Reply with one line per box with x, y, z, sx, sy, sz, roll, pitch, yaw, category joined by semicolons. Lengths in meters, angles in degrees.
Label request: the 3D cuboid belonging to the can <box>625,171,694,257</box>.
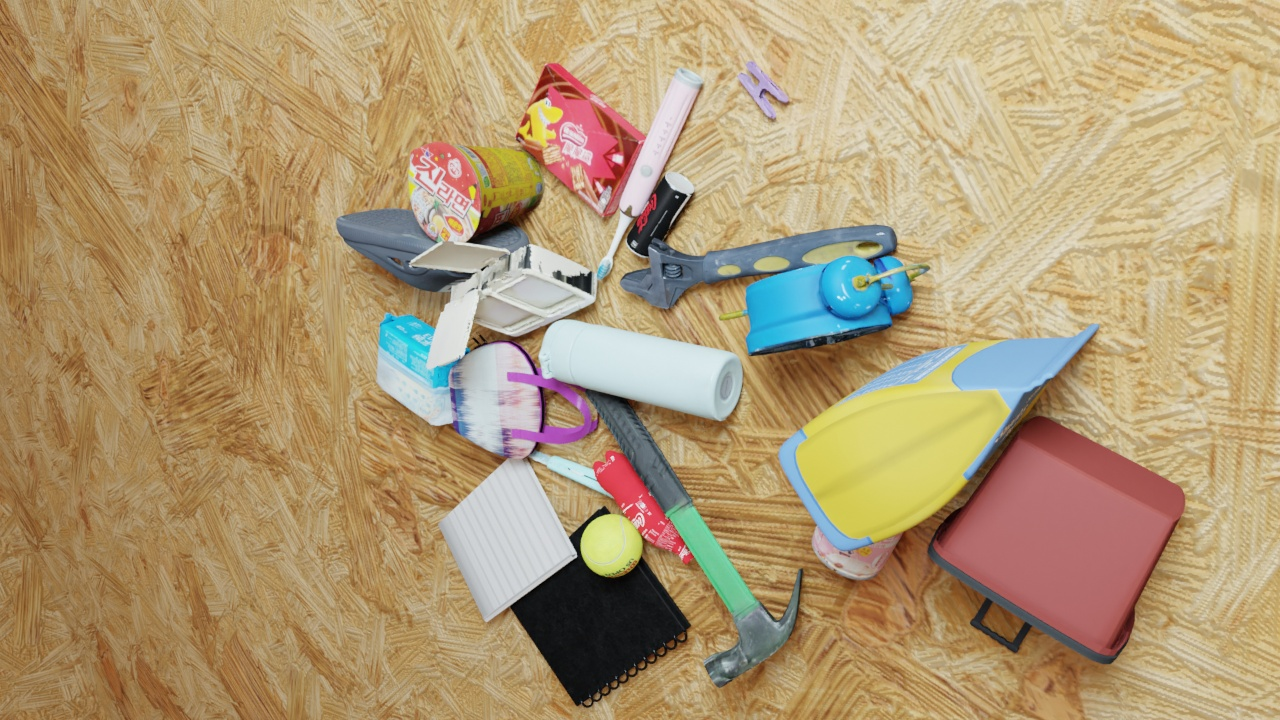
0.017;-0.135;0.857;0.031;0.031;0.081;47;127;16;can

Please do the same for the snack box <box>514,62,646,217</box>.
-0.059;-0.215;0.895;0.133;0.021;0.089;43;127;18;snack box

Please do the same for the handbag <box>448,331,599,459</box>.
-0.123;0.046;1.013;0.170;0.067;0.145;9;111;28;handbag

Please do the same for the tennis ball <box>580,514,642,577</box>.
-0.030;0.195;0.969;0.065;0.065;0.065;13;113;34;tennis ball

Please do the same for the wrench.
0.092;-0.086;0.812;0.274;0.022;0.073;-5;131;35;wrench

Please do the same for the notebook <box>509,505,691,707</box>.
-0.056;0.295;1.068;0.169;0.019;0.232;53;129;12;notebook

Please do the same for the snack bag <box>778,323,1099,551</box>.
0.228;0.041;0.675;0.206;0.158;0.102;-37;80;38;snack bag

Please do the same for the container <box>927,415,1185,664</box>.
0.297;0.159;0.691;0.148;0.126;0.201;31;115;25;container

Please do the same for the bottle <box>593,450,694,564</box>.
0.005;0.154;0.957;0.141;0.041;0.042;48;127;14;bottle

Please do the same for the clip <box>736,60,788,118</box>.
0.102;-0.228;0.774;0.052;0.013;0.036;50;127;16;clip

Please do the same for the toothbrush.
0.002;-0.167;0.862;0.027;0.026;0.223;29;123;4;toothbrush

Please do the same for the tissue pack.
-0.257;0.011;1.097;0.144;0.061;0.093;29;123;30;tissue pack

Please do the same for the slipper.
-0.237;-0.115;1.011;0.268;0.110;0.083;15;117;36;slipper

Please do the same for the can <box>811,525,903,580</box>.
0.192;0.140;0.794;0.067;0.067;0.076;34;124;24;can

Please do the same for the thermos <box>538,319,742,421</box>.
-0.005;0.005;0.896;0.207;0.077;0.065;13;129;31;thermos

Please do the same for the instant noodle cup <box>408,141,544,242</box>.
-0.158;-0.173;0.926;0.100;0.112;0.100;12;112;34;instant noodle cup

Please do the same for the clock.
0.154;-0.045;0.734;0.162;0.116;0.060;-17;82;39;clock

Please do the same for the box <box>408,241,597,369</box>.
-0.147;-0.049;0.910;0.145;0.186;0.101;-22;73;45;box

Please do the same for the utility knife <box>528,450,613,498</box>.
-0.083;0.122;1.032;0.158;0.015;0.022;17;77;33;utility knife

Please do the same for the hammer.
0.042;0.149;0.911;0.130;0.032;0.318;-37;73;7;hammer

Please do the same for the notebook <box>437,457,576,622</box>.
-0.168;0.218;1.122;0.210;0.009;0.142;-42;71;39;notebook
